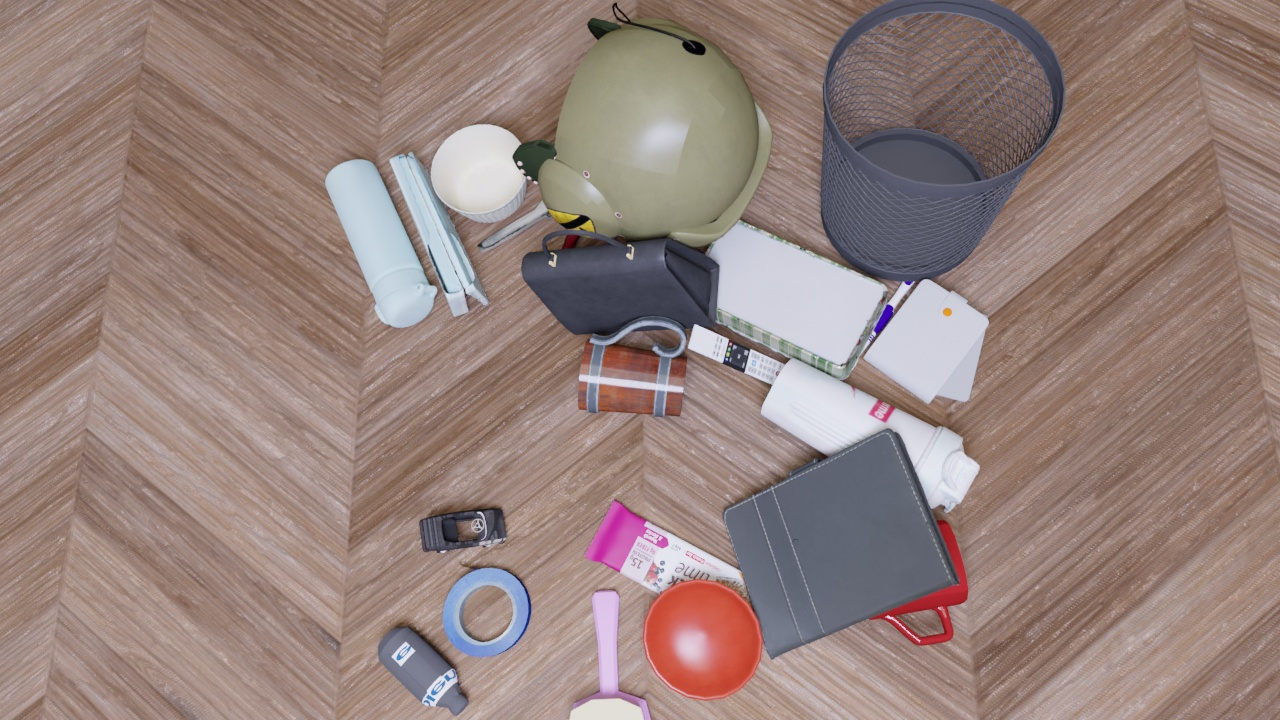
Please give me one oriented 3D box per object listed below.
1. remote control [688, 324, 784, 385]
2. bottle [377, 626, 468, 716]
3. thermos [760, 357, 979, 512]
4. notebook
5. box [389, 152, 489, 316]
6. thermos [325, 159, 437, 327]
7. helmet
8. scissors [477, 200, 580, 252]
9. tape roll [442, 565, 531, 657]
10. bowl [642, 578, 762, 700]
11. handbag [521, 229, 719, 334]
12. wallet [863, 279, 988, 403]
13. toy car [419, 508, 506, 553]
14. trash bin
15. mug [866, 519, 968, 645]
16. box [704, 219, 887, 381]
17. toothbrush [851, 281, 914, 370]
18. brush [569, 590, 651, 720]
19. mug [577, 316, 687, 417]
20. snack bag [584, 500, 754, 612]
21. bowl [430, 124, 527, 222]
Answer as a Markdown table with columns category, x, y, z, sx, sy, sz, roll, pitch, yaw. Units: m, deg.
| category | x | y | z | sx | sy | sz | roll | pitch | yaw |
| --- | --- | --- | --- | --- | --- | --- | --- | --- | --- |
| remote control | 0.105 | -0.004 | 1.007 | 0.124 | 0.012 | 0.028 | 23 | 74 | -24 |
| bottle | -0.226 | 0.327 | 0.960 | 0.112 | 0.047 | 0.047 | 39 | 81 | 14 |
| thermos | 0.238 | 0.081 | 0.960 | 0.220 | 0.099 | 0.099 | 29 | 79 | 16 |
| notebook | 0.188 | 0.179 | 0.908 | 0.209 | 0.029 | 0.169 | -31 | 57 | 26 |
| box | -0.242 | -0.151 | 1.080 | 0.067 | 0.083 | 0.199 | -30 | 73 | 15 |
| thermos | -0.308 | -0.138 | 1.088 | 0.078 | 0.065 | 0.206 | -33 | 73 | 20 |
| helmet | 0.016 | -0.225 | 0.970 | 0.233 | 0.256 | 0.250 | 23 | 77 | 15 |
| scissors | -0.107 | -0.162 | 1.102 | 0.179 | 0.015 | 0.198 | -2 | 73 | 5 |
| tape roll | -0.164 | 0.270 | 0.984 | 0.091 | 0.016 | 0.093 | 9 | 75 | 8 |
| bowl | 0.065 | 0.281 | 0.939 | 0.122 | 0.035 | 0.122 | 0 | 90 | 13 |
| handbag | -0.036 | -0.094 | 0.955 | 0.176 | 0.195 | 0.072 | -2 | 73 | 26 |
| wallet | 0.328 | -0.015 | 1.008 | 0.115 | 0.037 | 0.118 | 37 | 84 | 14 |
| toy car | -0.189 | 0.182 | 0.987 | 0.092 | 0.037 | 0.040 | -2 | 69 | -29 |
| trash bin | 0.292 | -0.216 | 0.959 | 0.218 | 0.227 | 0.217 | -2 | 69 | 6 |
| mug | 0.270 | 0.226 | 0.921 | 0.096 | 0.080 | 0.116 | -11 | 68 | 2 |
| box | 0.161 | -0.070 | 1.025 | 0.205 | 0.050 | 0.117 | 26 | 76 | 17 |
| toothbrush | 0.276 | -0.052 | 1.034 | 0.016 | 0.015 | 0.186 | 35 | 80 | 15 |
| brush | -0.033 | 0.352 | 0.935 | 0.089 | 0.043 | 0.228 | -4 | 74 | 4 |
| mug | -0.006 | 0.006 | 1.000 | 0.111 | 0.081 | 0.117 | 7 | 116 | 3 |
| snack bag | 0.041 | 0.225 | 0.978 | 0.196 | 0.016 | 0.070 | 27 | 80 | 12 |
| bowl | -0.186 | -0.216 | 1.099 | 0.115 | 0.062 | 0.115 | -1 | 74 | 5 |
